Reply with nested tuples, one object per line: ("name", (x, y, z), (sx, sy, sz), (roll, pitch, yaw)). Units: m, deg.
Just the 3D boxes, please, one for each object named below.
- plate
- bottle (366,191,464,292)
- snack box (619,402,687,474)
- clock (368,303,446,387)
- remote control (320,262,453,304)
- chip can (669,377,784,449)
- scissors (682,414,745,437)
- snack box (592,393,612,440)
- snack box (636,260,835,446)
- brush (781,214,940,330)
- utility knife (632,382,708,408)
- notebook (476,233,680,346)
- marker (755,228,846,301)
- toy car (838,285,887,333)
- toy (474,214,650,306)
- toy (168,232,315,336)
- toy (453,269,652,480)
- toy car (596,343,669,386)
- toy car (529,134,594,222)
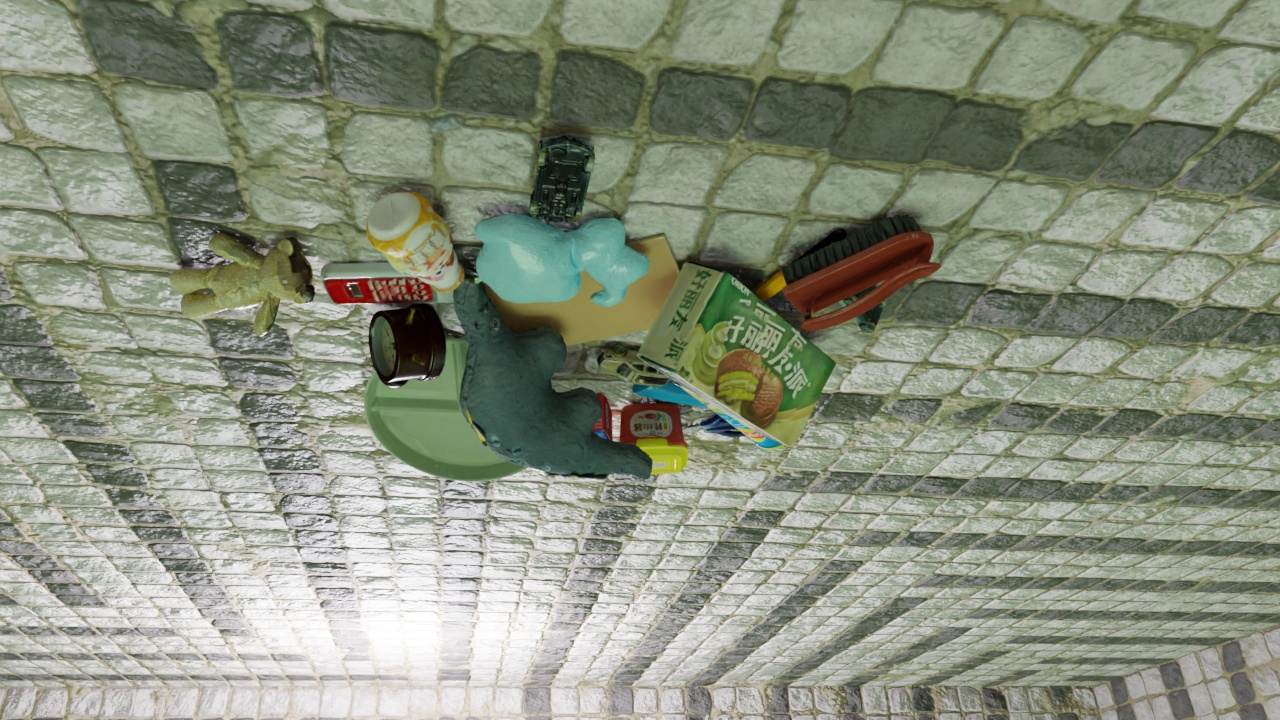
("plate", (-0.211, 0.058, 1.093), (0.230, 0.027, 0.231), (0, 130, 0))
("bottle", (-0.202, -0.105, 0.843), (0.063, 0.063, 0.108), (-11, 149, 14))
("snack box", (0.014, 0.101, 1.194), (0.091, 0.080, 0.082), (-3, 149, 0))
("clock", (-0.252, -0.015, 0.968), (0.055, 0.082, 0.122), (-9, 177, -39))
("remote control", (-0.251, -0.077, 0.928), (0.136, 0.020, 0.056), (-1, 149, -2))
("chip can", (0.115, 0.040, 1.105), (0.071, 0.071, 0.210), (-20, 145, 28))
("scissors", (0.082, 0.097, 1.261), (0.174, 0.012, 0.126), (-25, 143, 35))
("snack box", (-0.142, 0.090, 1.187), (0.207, 0.058, 0.057), (-7, 150, 8))
("snack box", (0.109, -0.001, 0.982), (0.063, 0.114, 0.240), (24, 173, 46))
("brush", (0.214, -0.083, 0.887), (0.146, 0.069, 0.063), (-25, 151, 21))
("utility knife", (0.067, 0.046, 1.166), (0.160, 0.018, 0.034), (13, 150, -28))
("notebook", (-0.056, -0.066, 0.971), (0.212, 0.012, 0.149), (-10, 147, 14))
("marker", (0.161, -0.097, 0.930), (0.018, 0.015, 0.124), (17, 142, -32))
("toy car", (0.230, -0.064, 0.965), (0.034, 0.042, 0.090), (10, 159, 39))
("toy", (-0.083, -0.093, 0.879), (0.156, 0.049, 0.161), (-28, 133, 15))
("toy", (-0.388, -0.075, 0.892), (0.157, 0.066, 0.105), (-8, 107, 18))
("toy", (-0.121, 0.046, 1.010), (0.138, 0.091, 0.356), (-31, 126, 8))
("toy car", (-0.006, 0.006, 1.076), (0.090, 0.035, 0.042), (10, 147, -16))
("toy car", (-0.068, -0.158, 0.791), (0.049, 0.031, 0.106), (3, 151, -11))
